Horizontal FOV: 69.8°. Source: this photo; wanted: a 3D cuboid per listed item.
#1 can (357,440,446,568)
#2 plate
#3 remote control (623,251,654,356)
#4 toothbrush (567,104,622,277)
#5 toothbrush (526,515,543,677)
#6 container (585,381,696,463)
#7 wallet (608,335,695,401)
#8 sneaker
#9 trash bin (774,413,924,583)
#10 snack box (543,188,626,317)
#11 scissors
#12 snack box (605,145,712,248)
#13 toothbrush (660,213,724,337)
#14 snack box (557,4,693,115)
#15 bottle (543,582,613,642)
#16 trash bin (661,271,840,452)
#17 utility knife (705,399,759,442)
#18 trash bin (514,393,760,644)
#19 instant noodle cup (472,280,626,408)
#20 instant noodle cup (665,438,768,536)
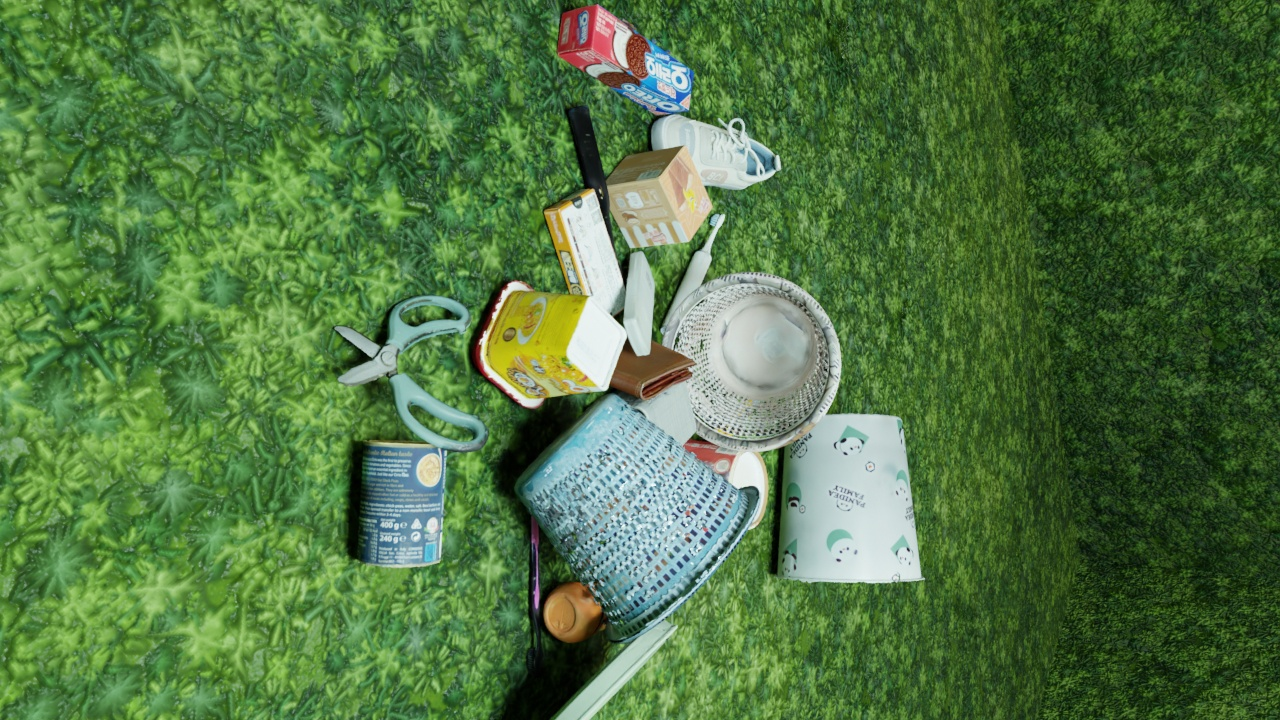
[{"bbox_3d":[-0.217,0.130,0.836,0.075,0.075,0.111,7,84,-53],"label":"can"},{"bbox_3d":[-0.048,0.361,0.987,0.230,0.027,0.230,-43,165,-15],"label":"plate"},{"bbox_3d":[-0.002,-0.072,1.126,0.149,0.021,0.058,-86,159,-50],"label":"remote control"},{"bbox_3d":[-0.050,-0.199,1.107,0.026,0.027,0.213,-16,109,-7],"label":"toothbrush"},{"bbox_3d":[-0.119,0.257,1.023,0.014,0.018,0.189,4,83,-54],"label":"toothbrush"},{"bbox_3d":[0.005,0.075,1.128,0.114,0.090,0.090,-36,119,-51],"label":"container"},{"bbox_3d":[-0.007,0.006,1.104,0.124,0.101,0.032,-24,132,-52],"label":"wallet"},{"bbox_3d":[0.112,-0.285,1.270,0.241,0.091,0.089,1,88,-53],"label":"sneaker"},{"bbox_3d":[0.326,0.219,1.454,0.229,0.230,0.251,13,74,-52],"label":"trash bin"},{"bbox_3d":[-0.062,-0.119,1.088,0.075,0.026,0.154,-42,122,-46],"label":"snack box"},{"bbox_3d":[-0.192,0.008,0.856,0.170,0.019,0.174,45,39,0],"label":"scissors"},{"bbox_3d":[0.021,-0.203,1.143,0.076,0.093,0.094,-57,132,-37],"label":"snack box"},{"bbox_3d":[0.077,-0.124,1.274,0.027,0.026,0.220,81,29,-56],"label":"toothbrush"},{"bbox_3d":[-0.013,-0.366,1.131,0.207,0.057,0.058,13,82,-53],"label":"snack box"},{"bbox_3d":[-0.051,0.289,1.075,0.149,0.067,0.066,12,80,-59],"label":"bottle"},{"bbox_3d":[0.156,-0.008,1.230,0.191,0.228,0.227,-28,113,-74],"label":"trash bin"},{"bbox_3d":[0.152,0.080,1.374,0.229,0.015,0.033,-37,124,-53],"label":"utility knife"},{"bbox_3d":[-0.017,0.150,0.982,0.195,0.227,0.225,46,47,-2],"label":"trash bin"},{"bbox_3d":[-0.092,-0.017,0.965,0.116,0.124,0.115,46,55,-43],"label":"instant noodle cup"},{"bbox_3d":[0.099,0.169,1.226,0.137,0.109,0.138,8,81,-54],"label":"instant noodle cup"}]
